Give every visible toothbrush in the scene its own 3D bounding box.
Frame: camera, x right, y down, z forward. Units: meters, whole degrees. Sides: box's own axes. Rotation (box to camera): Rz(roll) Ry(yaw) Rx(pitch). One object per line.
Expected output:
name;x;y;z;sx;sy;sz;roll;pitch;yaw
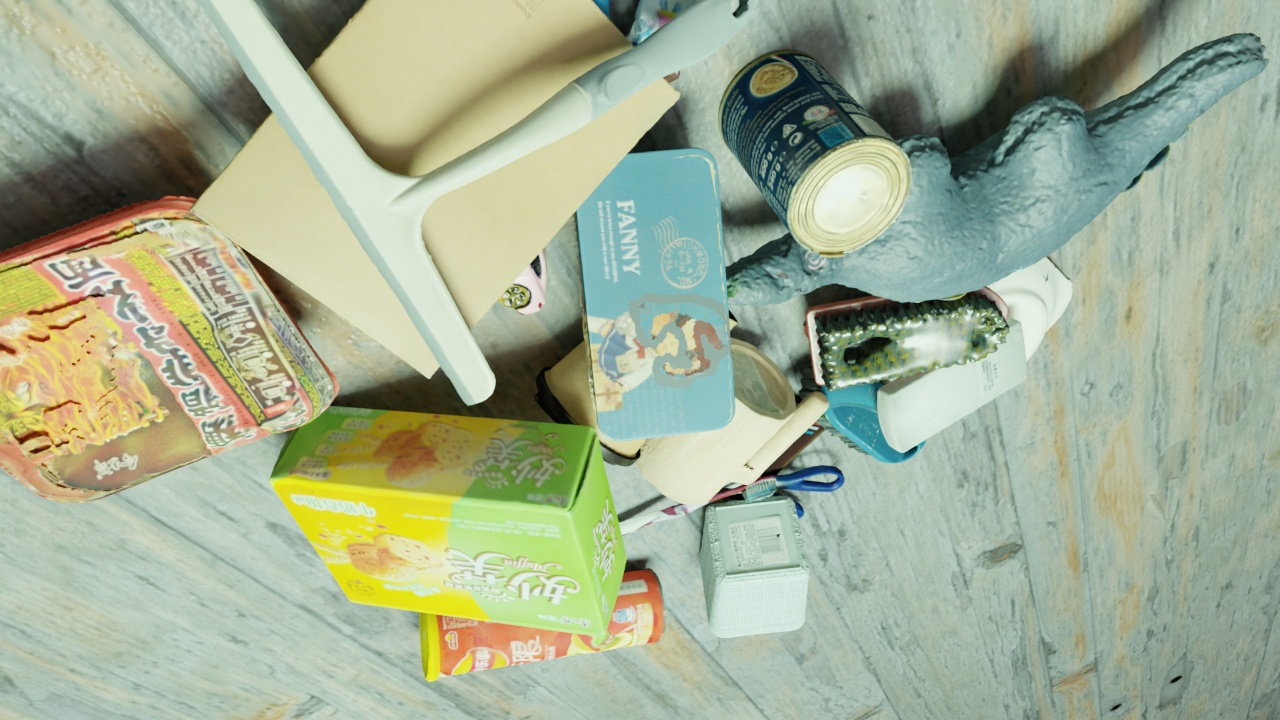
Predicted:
toothbrush;0.030;0.135;0.793;0.188;0.017;0.016;-21;143;14

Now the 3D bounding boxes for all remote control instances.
remote control;0.242;0.018;0.711;0.135;0.019;0.056;-28;119;-15

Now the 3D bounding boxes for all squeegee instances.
squeegee;-0.039;-0.125;0.460;0.246;0.039;0.246;-31;120;-7

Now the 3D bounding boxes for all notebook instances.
notebook;-0.097;-0.110;0.472;0.211;0.012;0.149;-48;122;3

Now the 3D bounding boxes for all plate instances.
plate;0.276;-0.020;0.757;0.164;0.034;0.164;25;118;-37

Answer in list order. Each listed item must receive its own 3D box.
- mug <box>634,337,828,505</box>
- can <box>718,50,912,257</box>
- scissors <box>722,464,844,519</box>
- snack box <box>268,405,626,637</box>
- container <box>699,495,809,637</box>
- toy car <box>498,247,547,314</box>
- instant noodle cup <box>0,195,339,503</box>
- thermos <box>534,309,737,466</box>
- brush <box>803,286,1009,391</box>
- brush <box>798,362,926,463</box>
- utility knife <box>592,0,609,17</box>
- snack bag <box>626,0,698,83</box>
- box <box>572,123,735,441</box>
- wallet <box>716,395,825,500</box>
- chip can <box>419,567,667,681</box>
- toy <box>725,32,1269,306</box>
mug;0.069;0.050;0.695;0.124;0.084;0.104;16;131;-32
can;0.100;-0.122;0.535;0.075;0.111;0.075;-11;134;-12
scissors;0.104;0.116;0.814;0.169;0.012;0.147;-7;141;-14
snack box;-0.125;0.112;0.636;0.210;0.069;0.158;4;136;14
container;0.100;0.181;0.817;0.090;0.090;0.112;-7;144;0
toy car;-0.081;-0.080;0.542;0.037;0.056;0.122;-19;136;1
instant noodle cup;-0.287;-0.010;0.510;0.189;0.079;0.165;-21;135;-4
thermos;-0.004;0.004;0.636;0.143;0.093;0.093;-47;131;11
brush;0.197;-0.025;0.682;0.146;0.069;0.063;-11;115;5
brush;0.192;0.045;0.751;0.143;0.074;0.055;34;74;-42
utility knife;-0.032;-0.188;0.487;0.034;0.018;0.167;-2;134;-3
snack bag;0.018;-0.198;0.491;0.045;0.026;0.106;-2;133;-32
box;0.006;-0.046;0.556;0.089;0.059;0.184;-9;102;-6
wallet;0.097;0.075;0.788;0.096;0.020;0.123;19;125;-34
chip can;-0.087;0.234;0.826;0.216;0.073;0.073;-4;132;-20
toy;0.217;-0.102;0.607;0.356;0.091;0.138;-22;155;4
